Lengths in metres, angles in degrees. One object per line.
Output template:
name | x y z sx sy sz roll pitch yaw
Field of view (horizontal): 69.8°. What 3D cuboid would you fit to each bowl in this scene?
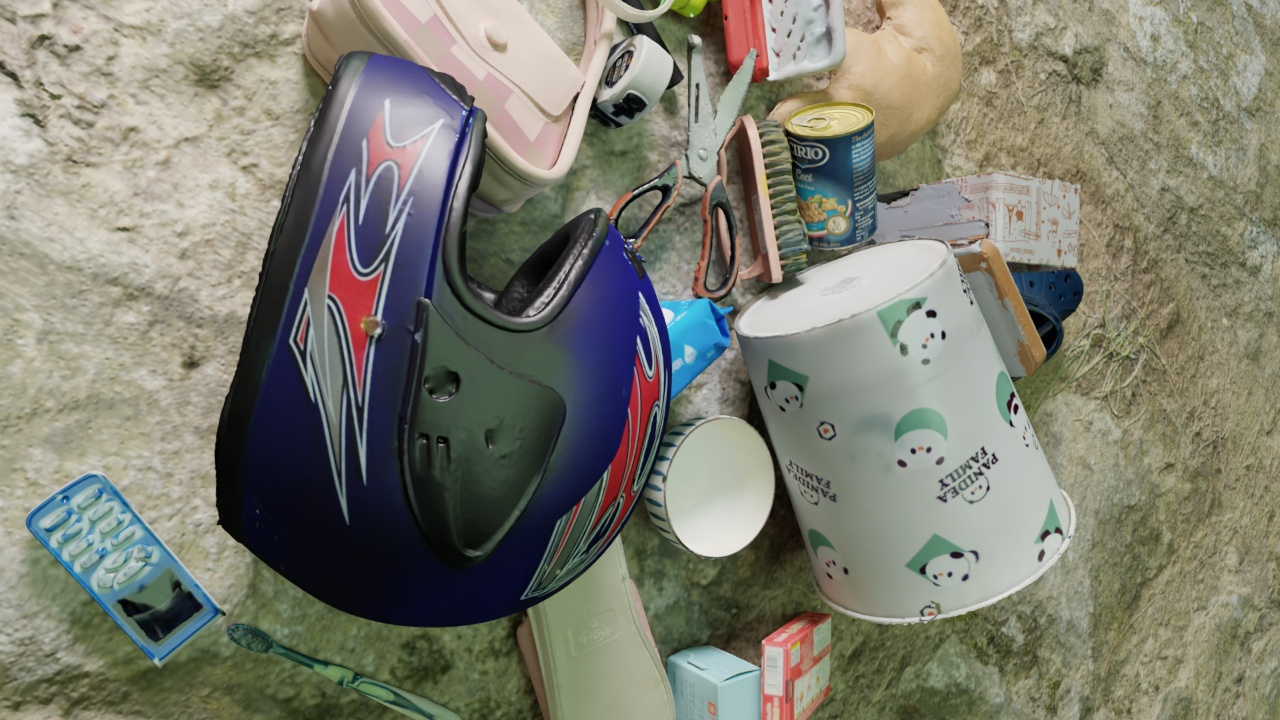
bowl | 0.049 0.102 0.766 0.116 0.066 0.116 -1 93 -34

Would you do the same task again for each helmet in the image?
helmet | -0.099 0.002 0.553 0.240 0.247 0.315 15 95 -15

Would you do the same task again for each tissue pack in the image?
tissue pack | -0.004 0.004 0.713 0.156 0.095 0.052 -41 111 -23

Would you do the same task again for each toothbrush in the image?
toothbrush | -0.199 0.225 0.640 0.191 0.018 0.016 36 72 -28

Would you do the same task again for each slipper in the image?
slipper | -0.040 0.222 0.720 0.114 0.054 0.274 -23 107 -30
slipper | 0.388 -0.039 0.965 0.252 0.095 0.105 -35 112 -23

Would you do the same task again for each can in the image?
can | 0.170 -0.162 0.811 0.075 0.075 0.111 -33 129 -28

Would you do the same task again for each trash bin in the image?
trash bin | 0.209 0.049 0.771 0.229 0.230 0.252 -33 108 -27

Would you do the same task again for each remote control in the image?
remote control | -0.312 0.127 0.560 0.048 0.024 0.125 -40 110 -25

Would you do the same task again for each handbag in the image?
handbag | -0.101 -0.240 0.660 0.193 0.094 0.233 47 57 -25

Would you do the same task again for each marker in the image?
marker | -0.004 -0.283 0.747 0.022 0.020 0.132 -41 111 -19

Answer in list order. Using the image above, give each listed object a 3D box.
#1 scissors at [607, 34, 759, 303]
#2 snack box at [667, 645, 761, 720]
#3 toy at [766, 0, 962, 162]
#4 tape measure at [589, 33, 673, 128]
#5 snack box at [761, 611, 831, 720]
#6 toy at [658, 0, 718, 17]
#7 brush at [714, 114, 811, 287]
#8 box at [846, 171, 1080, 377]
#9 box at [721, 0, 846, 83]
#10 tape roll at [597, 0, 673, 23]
scissors | 0.042 -0.145 0.751 0.225 0.015 0.189 -40 111 -5
snack box | 0.066 0.339 0.780 0.051 0.074 0.175 -5 94 -32
toy | 0.217 -0.252 0.860 0.225 0.083 0.143 -45 107 -18
tape measure | -0.006 -0.220 0.719 0.033 0.066 0.065 27 77 -32
snack box | 0.139 0.271 0.805 0.152 0.025 0.075 11 80 -65
toy | 0.025 -0.331 0.757 0.096 0.031 0.100 -10 93 -32
brush | 0.099 -0.139 0.796 0.073 0.063 0.145 -11 97 -2
box | 0.289 -0.067 0.846 0.154 0.183 0.185 -3 93 -32
box | 0.118 -0.343 0.772 0.095 0.102 0.201 -30 113 -75
tape roll | -0.008 -0.303 0.705 0.085 0.014 0.085 7 78 -35
